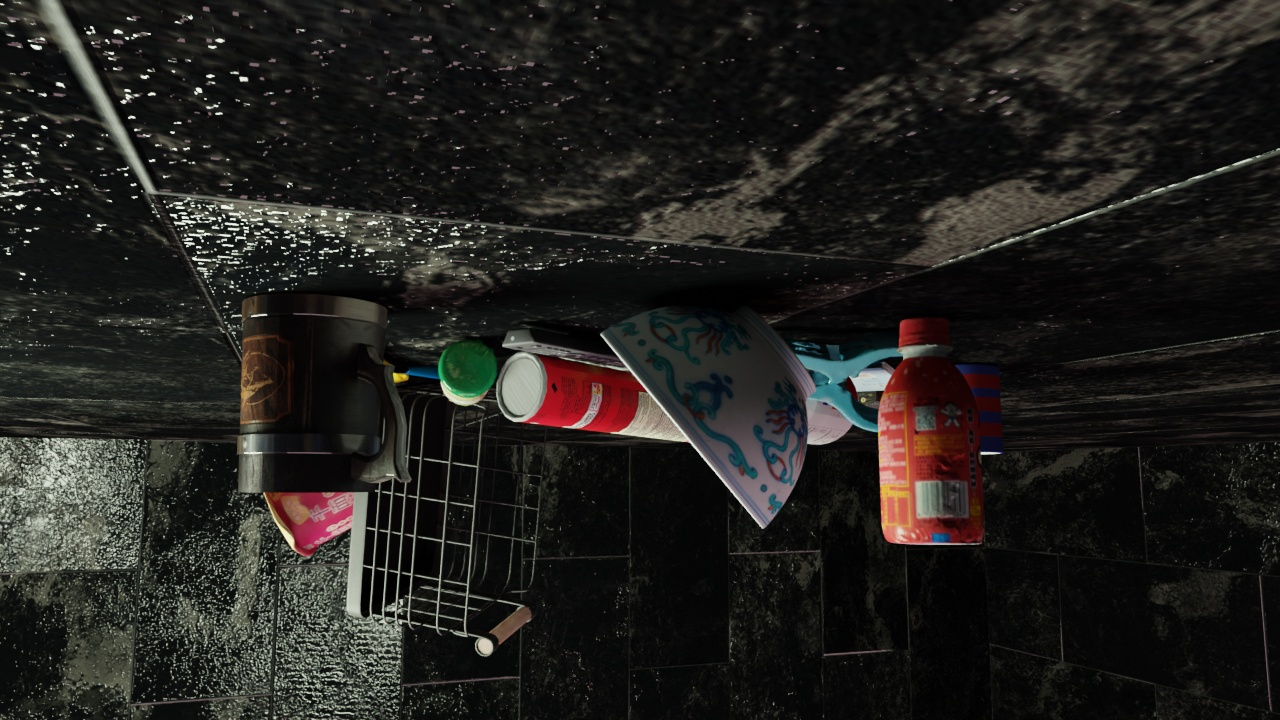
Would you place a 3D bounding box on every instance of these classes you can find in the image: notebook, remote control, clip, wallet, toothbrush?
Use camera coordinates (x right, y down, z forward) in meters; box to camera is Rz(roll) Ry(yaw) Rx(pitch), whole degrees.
[{"bbox_3d":[0.123,0.021,0.895,0.254,0.009,0.181,-3,171,23],"label":"notebook"},{"bbox_3d":[-0.041,-0.009,0.643,0.032,0.015,0.136,-5,171,33],"label":"remote control"},{"bbox_3d":[0.141,-0.005,0.617,0.130,0.121,0.031,28,-150,-14],"label":"clip"},{"bbox_3d":[0.267,0.045,1.035,0.122,0.019,0.072,7,173,-42],"label":"wallet"},{"bbox_3d":[-0.176,0.010,0.746,0.014,0.014,0.167,-19,168,34],"label":"toothbrush"}]

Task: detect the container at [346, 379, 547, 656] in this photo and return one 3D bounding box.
[{"bbox_3d":[-0.167,0.131,0.859,0.130,0.241,0.162,6,-176,14],"label":"container"}]

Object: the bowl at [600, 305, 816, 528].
[{"bbox_3d":[0.051,0.016,0.526,0.074,0.144,0.144,-40,171,-1],"label":"bowl"}]

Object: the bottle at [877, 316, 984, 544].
[{"bbox_3d":[0.177,0.043,0.563,0.062,0.137,0.062,1,172,0],"label":"bottle"}]

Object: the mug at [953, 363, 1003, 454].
[{"bbox_3d":[0.290,0.047,0.830,0.075,0.076,0.111,-5,171,34],"label":"mug"}]

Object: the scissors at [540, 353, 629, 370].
[{"bbox_3d":[-0.002,0.003,0.743,0.161,0.014,0.142,8,172,-44],"label":"scissors"}]

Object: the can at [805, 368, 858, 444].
[{"bbox_3d":[0.122,0.029,0.722,0.070,0.070,0.132,-4,172,28],"label":"can"}]

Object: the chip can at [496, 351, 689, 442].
[{"bbox_3d":[-0.016,0.033,0.721,0.052,0.051,0.214,-6,168,40],"label":"chip can"}]

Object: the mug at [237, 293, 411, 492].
[{"bbox_3d":[-0.174,0.021,0.519,0.116,0.107,0.080,-4,172,31],"label":"mug"}]

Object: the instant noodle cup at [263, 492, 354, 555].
[{"bbox_3d":[-0.297,0.087,0.866,0.077,0.178,0.179,-16,174,-7],"label":"instant noodle cup"}]

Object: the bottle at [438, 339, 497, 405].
[{"bbox_3d":[-0.133,0.011,0.702,0.043,0.043,0.111,2,173,-12],"label":"bottle"}]

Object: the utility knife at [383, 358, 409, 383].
[{"bbox_3d":[-0.216,0.003,0.739,0.030,0.017,0.165,-4,173,-2],"label":"utility knife"}]
